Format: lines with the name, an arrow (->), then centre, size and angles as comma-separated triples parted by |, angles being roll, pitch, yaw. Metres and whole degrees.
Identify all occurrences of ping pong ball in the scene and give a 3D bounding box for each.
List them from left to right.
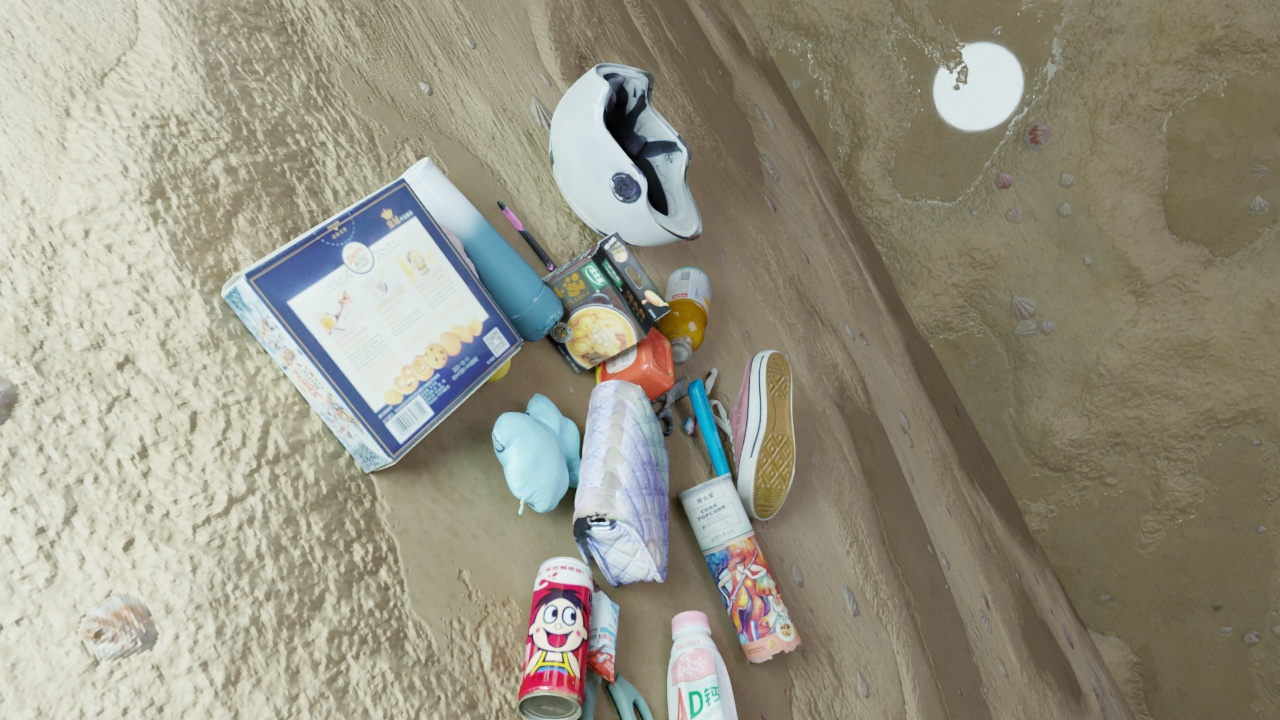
ping pong ball -> -0.147, 0.001, 0.896 | 0.040, 0.040, 0.040 | 41, 33, -35

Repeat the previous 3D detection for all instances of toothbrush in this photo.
toothbrush -> -0.112, -0.116, 1.106 | 0.189, 0.014, 0.017 | 50, 41, -19
toothbrush -> 0.084, 0.052, 1.288 | 0.017, 0.016, 0.187 | 45, 29, -9

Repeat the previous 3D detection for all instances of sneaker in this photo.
sneaker -> 0.158, 0.105, 1.293 | 0.118, 0.088, 0.240 | 18, 70, -39

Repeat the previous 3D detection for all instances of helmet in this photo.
helmet -> -0.033, -0.258, 1.235 | 0.259, 0.146, 0.228 | 62, 27, -17

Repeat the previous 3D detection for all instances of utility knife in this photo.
utility knife -> 0.103, 0.124, 1.230 | 0.034, 0.018, 0.204 | -21, 93, -66

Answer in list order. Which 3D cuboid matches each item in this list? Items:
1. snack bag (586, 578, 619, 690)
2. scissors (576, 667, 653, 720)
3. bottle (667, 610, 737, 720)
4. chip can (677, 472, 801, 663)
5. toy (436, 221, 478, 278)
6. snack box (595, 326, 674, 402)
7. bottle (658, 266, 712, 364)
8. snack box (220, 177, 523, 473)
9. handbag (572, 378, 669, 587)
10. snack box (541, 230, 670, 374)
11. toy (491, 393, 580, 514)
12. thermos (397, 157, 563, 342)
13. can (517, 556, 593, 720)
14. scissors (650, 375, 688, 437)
snack bag -> -0.035, 0.249, 0.840 | 0.048, 0.026, 0.104 | 51, 23, -24
scissors -> -0.022, 0.317, 0.838 | 0.176, 0.019, 0.174 | 47, 26, -23
bottle -> 0.061, 0.345, 0.908 | 0.068, 0.068, 0.196 | 40, 30, -36
chip can -> 0.117, 0.247, 1.095 | 0.071, 0.071, 0.214 | -4, 68, -61
toy -> -0.213, -0.070, 0.836 | 0.121, 0.054, 0.159 | 59, 38, -4
snack box -> -0.006, 0.006, 1.097 | 0.082, 0.080, 0.091 | 37, 36, -39
bottle -> 0.062, -0.063, 1.301 | 0.068, 0.068, 0.189 | 49, 29, -24
snack box -> -0.210, -0.033, 0.757 | 0.182, 0.046, 0.177 | 55, 45, -13
handbag -> -0.019, 0.130, 0.948 | 0.193, 0.076, 0.134 | -86, 160, -50
snack box -> -0.050, -0.063, 1.034 | 0.113, 0.126, 0.053 | 53, 28, -16
toy -> -0.097, 0.092, 0.889 | 0.161, 0.050, 0.156 | 54, 21, -41
thermos -> -0.166, -0.107, 0.946 | 0.220, 0.070, 0.070 | 47, 30, -28
can -> -0.071, 0.237, 0.788 | 0.053, 0.053, 0.132 | 44, 31, -31
scissors -> 0.035, 0.043, 1.212 | 0.150, 0.014, 0.170 | 43, 31, -34
